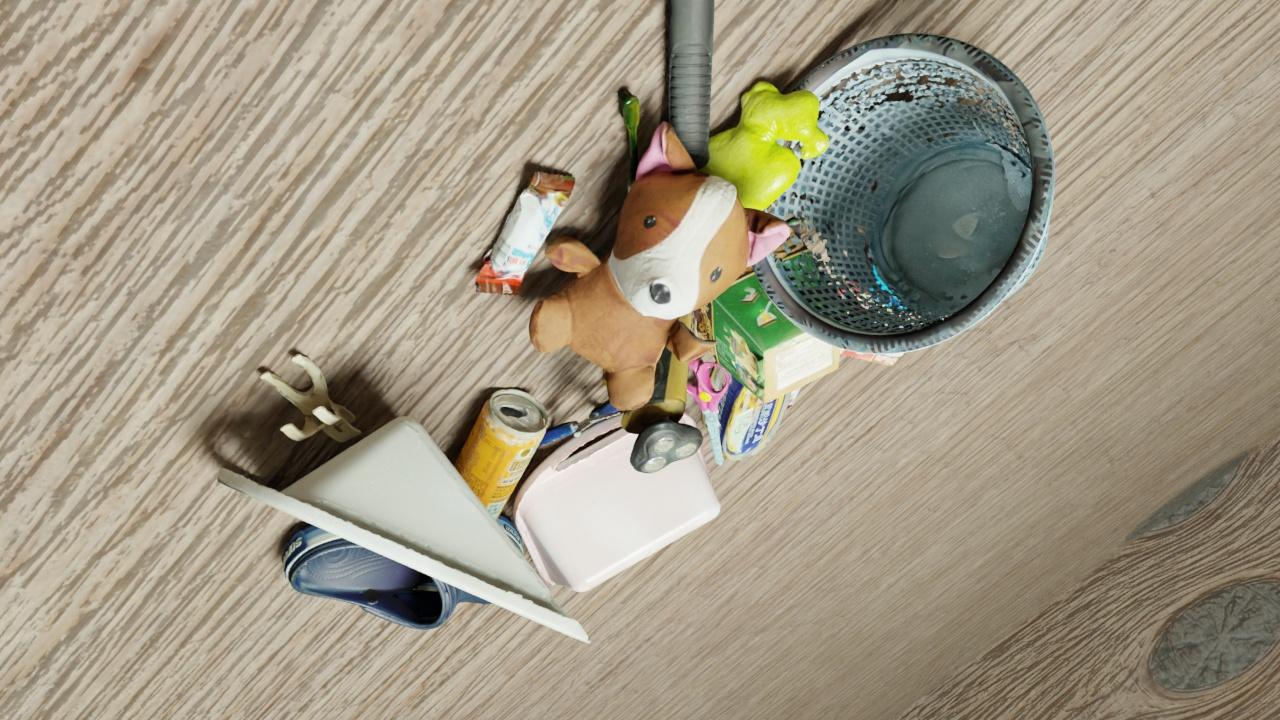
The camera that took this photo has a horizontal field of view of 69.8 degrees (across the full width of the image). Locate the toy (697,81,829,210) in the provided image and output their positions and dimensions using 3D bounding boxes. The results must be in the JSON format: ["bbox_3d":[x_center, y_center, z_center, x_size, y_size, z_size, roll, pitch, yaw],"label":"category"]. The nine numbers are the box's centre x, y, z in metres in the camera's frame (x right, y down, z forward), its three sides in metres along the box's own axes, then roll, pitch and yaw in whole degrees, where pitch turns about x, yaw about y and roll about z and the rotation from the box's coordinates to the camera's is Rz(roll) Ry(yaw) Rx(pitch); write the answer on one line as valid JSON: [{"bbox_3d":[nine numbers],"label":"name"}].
[{"bbox_3d":[0.088,-0.154,0.679,0.031,0.097,0.100,-29,133,-68],"label":"toy"}]

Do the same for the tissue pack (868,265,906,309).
[{"bbox_3d":[0.276,-0.105,0.865,0.140,0.063,0.089,-50,161,25],"label":"tissue pack"}]

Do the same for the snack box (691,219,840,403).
[{"bbox_3d":[0.120,-0.034,0.811,0.117,0.105,0.118,-25,145,-10],"label":"snack box"}]

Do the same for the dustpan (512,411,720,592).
[{"bbox_3d":[-0.026,0.136,0.964,0.222,0.139,0.274,-29,177,-12],"label":"dustpan"}]

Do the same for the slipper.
[{"bbox_3d":[-0.205,0.198,0.862,0.252,0.095,0.105,16,125,-42],"label":"slipper"}]

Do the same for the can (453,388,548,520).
[{"bbox_3d":[-0.135,0.095,0.818,0.058,0.058,0.146,2,132,-38],"label":"can"}]

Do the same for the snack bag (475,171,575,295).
[{"bbox_3d":[-0.084,-0.091,0.664,0.048,0.026,0.104,-4,138,-51],"label":"snack bag"}]

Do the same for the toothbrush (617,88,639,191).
[{"bbox_3d":[-0.005,-0.124,0.693,0.012,0.017,0.186,-24,146,-15],"label":"toothbrush"}]

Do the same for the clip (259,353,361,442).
[{"bbox_3d":[-0.237,0.045,0.679,0.035,0.094,0.102,-29,133,-5],"label":"clip"}]

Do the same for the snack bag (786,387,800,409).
[{"bbox_3d":[0.156,0.025,0.976,0.045,0.026,0.106,-23,147,-29],"label":"snack bag"}]

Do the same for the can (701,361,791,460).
[{"bbox_3d":[0.109,0.039,0.939,0.074,0.049,0.148,-15,141,-23],"label":"can"}]

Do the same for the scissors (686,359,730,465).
[{"bbox_3d":[0.069,0.054,0.911,0.054,0.017,0.133,1,126,20],"label":"scissors"}]

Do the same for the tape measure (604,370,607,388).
[{"bbox_3d":[-0.005,0.005,0.832,0.057,0.029,0.060,-17,142,-21],"label":"tape measure"}]

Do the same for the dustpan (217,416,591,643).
[{"bbox_3d":[-0.185,0.148,0.702,0.142,0.257,0.223,-36,177,-16],"label":"dustpan"}]

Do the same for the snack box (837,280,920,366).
[{"bbox_3d":[0.243,-0.037,0.967,0.152,0.025,0.075,11,126,-44],"label":"snack box"}]

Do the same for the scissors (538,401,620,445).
[{"bbox_3d":[-0.042,0.051,0.801,0.167,0.012,0.154,-23,-178,44],"label":"scissors"}]

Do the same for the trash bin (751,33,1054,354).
[{"bbox_3d":[0.224,-0.116,0.726,0.227,0.226,0.194,-50,153,23],"label":"trash bin"}]

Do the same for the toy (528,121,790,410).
[{"bbox_3d":[0.006,-0.061,0.672,0.140,0.130,0.200,36,118,-15],"label":"toy"}]

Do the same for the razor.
[{"bbox_3d":[0.025,0.018,0.771,0.067,0.167,0.062,14,137,-4],"label":"razor"}]

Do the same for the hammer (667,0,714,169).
[{"bbox_3d":[0.033,-0.245,0.562,0.128,0.033,0.301,-19,142,-15],"label":"hammer"}]
